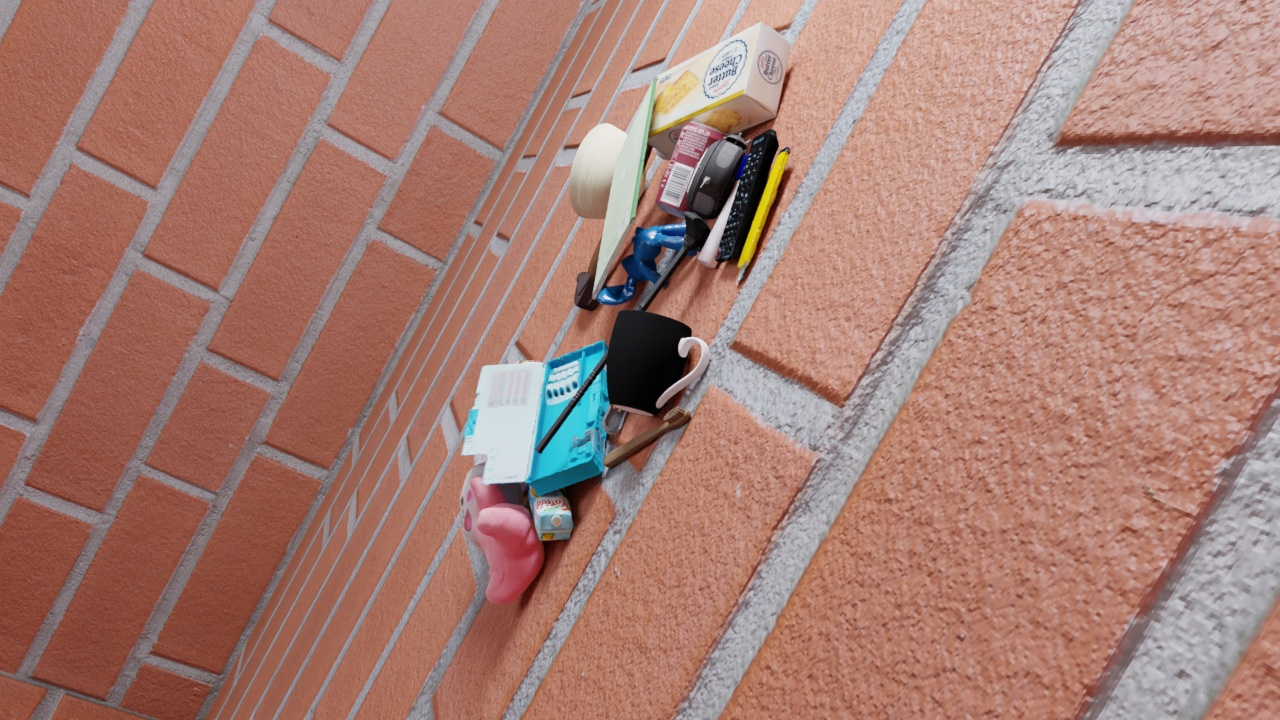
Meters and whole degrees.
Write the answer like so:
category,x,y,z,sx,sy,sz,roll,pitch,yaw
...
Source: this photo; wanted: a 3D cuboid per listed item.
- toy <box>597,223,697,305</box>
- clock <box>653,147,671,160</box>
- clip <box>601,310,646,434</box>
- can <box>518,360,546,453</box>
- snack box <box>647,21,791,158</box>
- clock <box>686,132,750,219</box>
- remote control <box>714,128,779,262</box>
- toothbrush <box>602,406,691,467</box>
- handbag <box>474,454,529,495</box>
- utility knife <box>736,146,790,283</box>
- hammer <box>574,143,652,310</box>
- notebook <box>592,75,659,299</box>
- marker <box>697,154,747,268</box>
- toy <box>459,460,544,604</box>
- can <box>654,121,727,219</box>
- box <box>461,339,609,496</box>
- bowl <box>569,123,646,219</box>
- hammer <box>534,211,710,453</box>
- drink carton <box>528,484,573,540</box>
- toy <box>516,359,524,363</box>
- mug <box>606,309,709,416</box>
category,x,y,z,sx,sy,sz,roll,pitch,yaw
toy,0.007,-0.124,1.169,0.177,0.071,0.112,-34,23,52
clock,0.062,-0.346,1.342,0.138,0.048,0.096,-11,54,63
clip,0.001,0.000,1.075,0.108,0.028,0.162,-41,30,48
can,-0.150,0.063,1.272,0.087,0.086,0.116,-54,22,20
snack box,0.093,-0.341,1.179,0.208,0.057,0.104,-7,66,54
clock,0.088,-0.217,1.080,0.122,0.044,0.091,-60,-6,-32
remote control,0.120,-0.179,1.011,0.047,0.022,0.150,2,73,72
toothbrush,0.002,0.084,0.982,0.167,0.016,0.016,-37,30,50
handbag,-0.202,0.149,1.321,0.127,0.069,0.158,-57,23,18
utility knife,0.129,-0.156,0.981,0.030,0.017,0.162,127,167,-78
hammer,-0.030,-0.223,1.357,0.115,0.033,0.323,-108,39,-64
notebook,-0.021,-0.231,1.229,0.182,0.010,0.252,122,160,-56
marker,0.103,-0.170,1.047,0.027,0.023,0.133,26,88,27
toy,-0.177,0.202,1.148,0.213,0.084,0.142,-146,49,-67
can,0.065,-0.235,1.147,0.063,0.063,0.114,-133,63,-69
box,-0.126,0.073,1.143,0.185,0.056,0.226,-13,37,12
bowl,-0.039,-0.285,1.426,0.150,0.075,0.151,-49,-29,-40
hammer,-0.023,-0.028,1.046,0.325,0.015,0.095,-54,-18,-1
drink carton,-0.108,0.171,1.095,0.129,0.044,0.039,-124,36,-67
toy,-0.213,0.058,1.489,0.096,0.052,0.098,122,167,-50
mug,0.017,0.007,0.972,0.119,0.084,0.100,7,79,38
